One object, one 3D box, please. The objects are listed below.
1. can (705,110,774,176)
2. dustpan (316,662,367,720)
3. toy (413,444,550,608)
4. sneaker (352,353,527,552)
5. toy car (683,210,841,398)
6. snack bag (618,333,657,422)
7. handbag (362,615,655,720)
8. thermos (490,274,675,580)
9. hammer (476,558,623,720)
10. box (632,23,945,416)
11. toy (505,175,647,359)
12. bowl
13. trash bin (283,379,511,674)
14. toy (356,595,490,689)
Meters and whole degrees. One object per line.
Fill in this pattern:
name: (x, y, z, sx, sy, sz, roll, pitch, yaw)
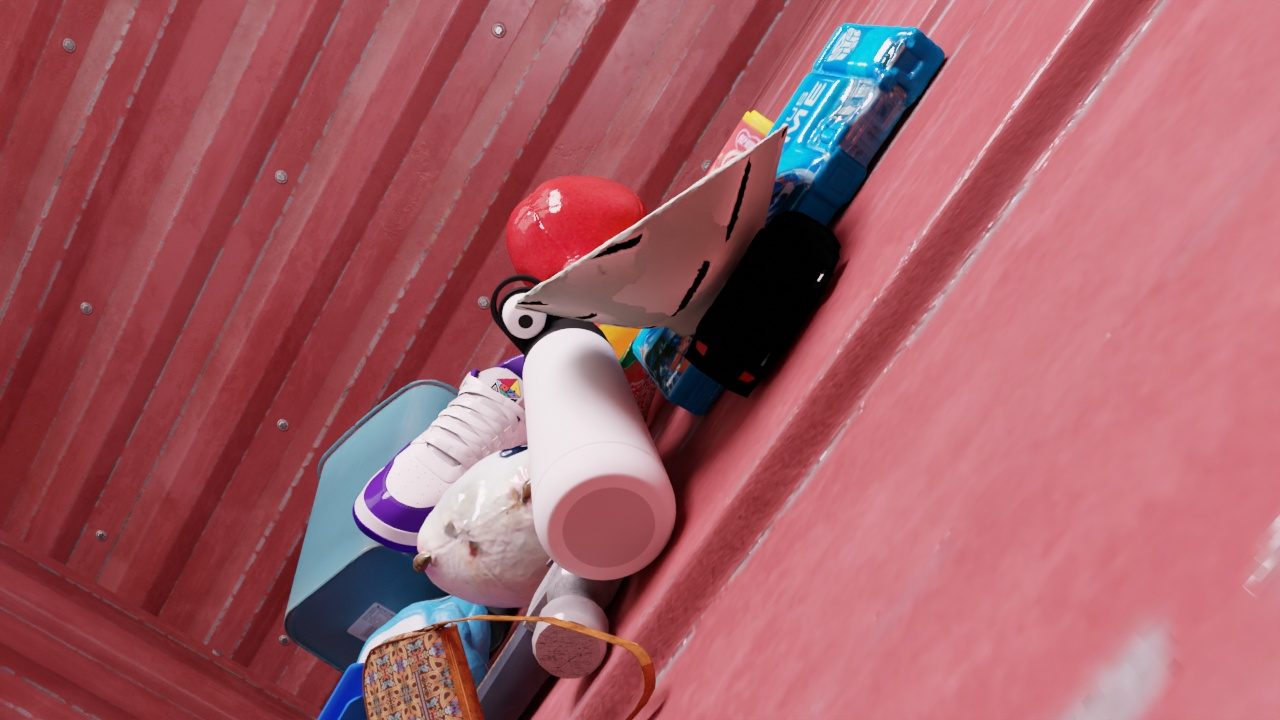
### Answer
can: (0.079, -0.127, 0.722, 0.124, 0.066, 0.066, -56, 5, 19)
dustpan: (-0.184, 0.276, 0.486, 0.258, 0.059, 0.245, -59, 22, 8)
toy: (-0.071, 0.108, 0.641, 0.139, 0.101, 0.179, -34, -6, 17)
sneaker: (-0.140, 0.066, 0.777, 0.111, 0.092, 0.243, -60, -7, 28)
toy car: (0.061, -0.029, 0.452, 0.092, 0.042, 0.036, -57, -7, 8)
snack bag: (-0.004, 0.004, 0.668, 0.087, 0.044, 0.155, -44, -20, -45)
handbag: (-0.053, 0.144, 0.389, 0.043, 0.093, 0.196, -4, -23, -44)
thermos: (-0.043, 0.024, 0.525, 0.068, 0.101, 0.229, -39, 23, 7)
hammer: (-0.102, 0.228, 0.524, 0.313, 0.035, 0.139, -57, 5, 15)
box: (0.079, -0.095, 0.587, 0.244, 0.060, 0.175, -57, 5, 10)
toy: (-0.041, -0.075, 0.776, 0.147, 0.216, 0.099, -30, -34, 8)
bowl: (0.021, -0.050, 0.492, 0.174, 0.068, 0.174, -34, 6, 4)
trash bin: (-0.212, 0.175, 0.870, 0.197, 0.199, 0.218, -38, 24, 18)
toy: (-0.153, 0.230, 0.671, 0.224, 0.099, 0.191, -58, 11, -4)
